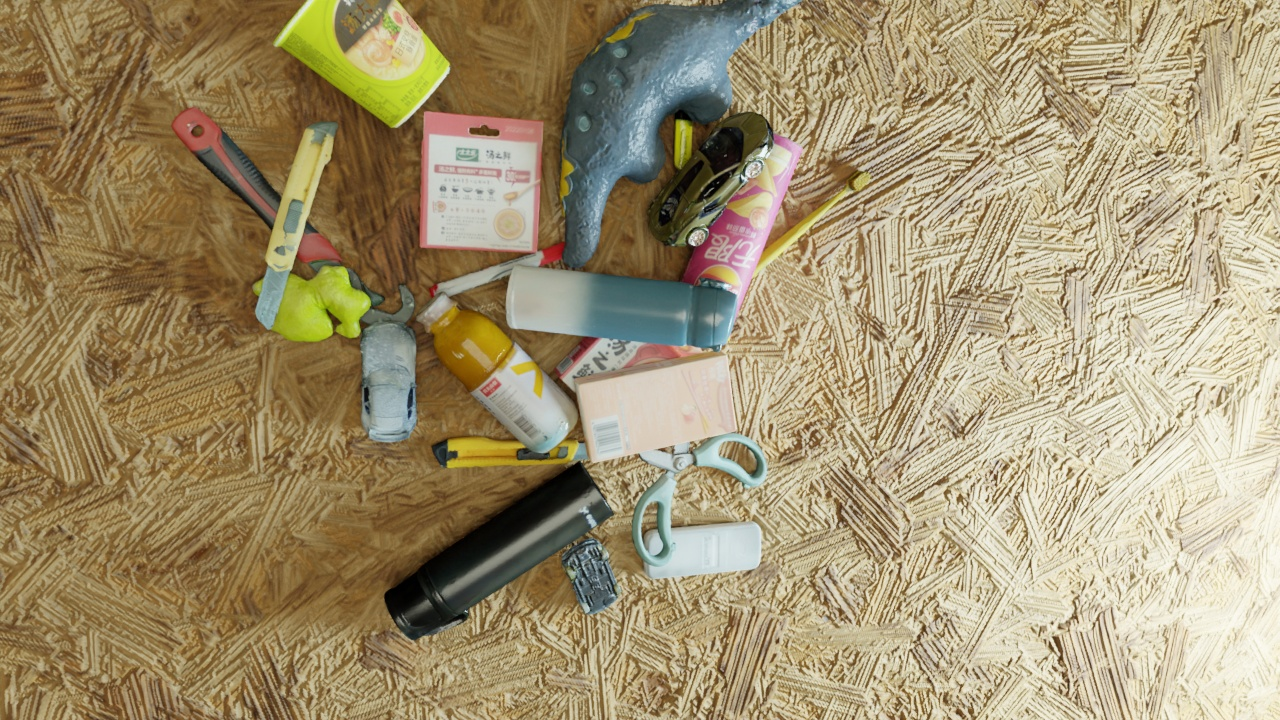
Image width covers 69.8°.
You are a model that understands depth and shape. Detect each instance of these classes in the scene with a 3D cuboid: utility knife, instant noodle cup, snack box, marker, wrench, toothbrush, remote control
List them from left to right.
[{"bbox_3d":[-0.323,-0.129,0.853,0.031,0.021,0.204,16,89,-15],"label":"utility knife"},{"bbox_3d":[-0.327,-0.128,0.869,0.273,0.016,0.056,44,85,-18],"label":"wrench"},{"bbox_3d":[-0.240,-0.278,0.818,0.123,0.112,0.111,41,89,-25],"label":"instant noodle cup"},{"bbox_3d":[-0.155,-0.170,0.887,0.113,0.044,0.127,2,102,-13],"label":"snack box"},{"bbox_3d":[-0.141,-0.089,0.921,0.145,0.017,0.017,-20,105,-9],"label":"marker"},{"bbox_3d":[-0.110,0.095,0.966,0.216,0.015,0.033,-1,104,-14],"label":"utility knife"},{"bbox_3d":[-0.006,0.006,0.958,0.113,0.044,0.127,44,89,-18],"label":"snack box"},{"bbox_3d":[0.016,0.046,0.934,0.157,0.026,0.084,-11,105,-12],"label":"snack box"},{"bbox_3d":[0.045,-0.257,0.933,0.018,0.015,0.124,-1,100,-12],"label":"marker"},{"bbox_3d":[0.070,0.212,1.031,0.136,0.020,0.056,-3,101,-13],"label":"remote control"},{"bbox_3d":[0.173,-0.141,0.986,0.190,0.016,0.015,-40,107,-3],"label":"toothbrush"}]

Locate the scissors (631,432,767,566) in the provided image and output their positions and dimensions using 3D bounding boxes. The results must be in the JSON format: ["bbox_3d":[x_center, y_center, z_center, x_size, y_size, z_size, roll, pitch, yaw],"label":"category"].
[{"bbox_3d":[0.064,0.142,0.998,0.169,0.019,0.171,5,97,-27],"label":"scissors"}]

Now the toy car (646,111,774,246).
[{"bbox_3d":[0.067,-0.179,0.905,0.042,0.070,0.158,20,119,-44],"label":"toy car"}]

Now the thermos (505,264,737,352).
[{"bbox_3d":[-0.018,-0.052,0.891,0.220,0.070,0.070,6,100,6],"label":"thermos"}]

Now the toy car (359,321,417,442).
[{"bbox_3d":[-0.248,0.021,0.904,0.054,0.037,0.121,0,106,-13],"label":"toy car"}]

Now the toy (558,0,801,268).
[{"bbox_3d":[0.010,-0.256,0.881,0.138,0.091,0.356,41,96,-17],"label":"toy"}]

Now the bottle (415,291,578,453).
[{"bbox_3d":[-0.143,0.011,0.914,0.068,0.068,0.189,-44,107,-2],"label":"bottle"}]

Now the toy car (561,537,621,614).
[{"bbox_3d":[-0.054,0.233,0.990,0.049,0.031,0.106,-26,130,-13],"label":"toy car"}]

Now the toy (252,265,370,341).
[{"bbox_3d":[-0.313,-0.051,0.871,0.100,0.031,0.097,-35,106,12],"label":"toy"}]

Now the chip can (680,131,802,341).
[{"bbox_3d":[0.096,-0.129,0.941,0.071,0.071,0.210,20,96,-17],"label":"chip can"}]

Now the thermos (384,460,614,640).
[{"bbox_3d":[-0.143,0.204,0.962,0.242,0.068,0.090,-33,139,-3],"label":"thermos"}]
